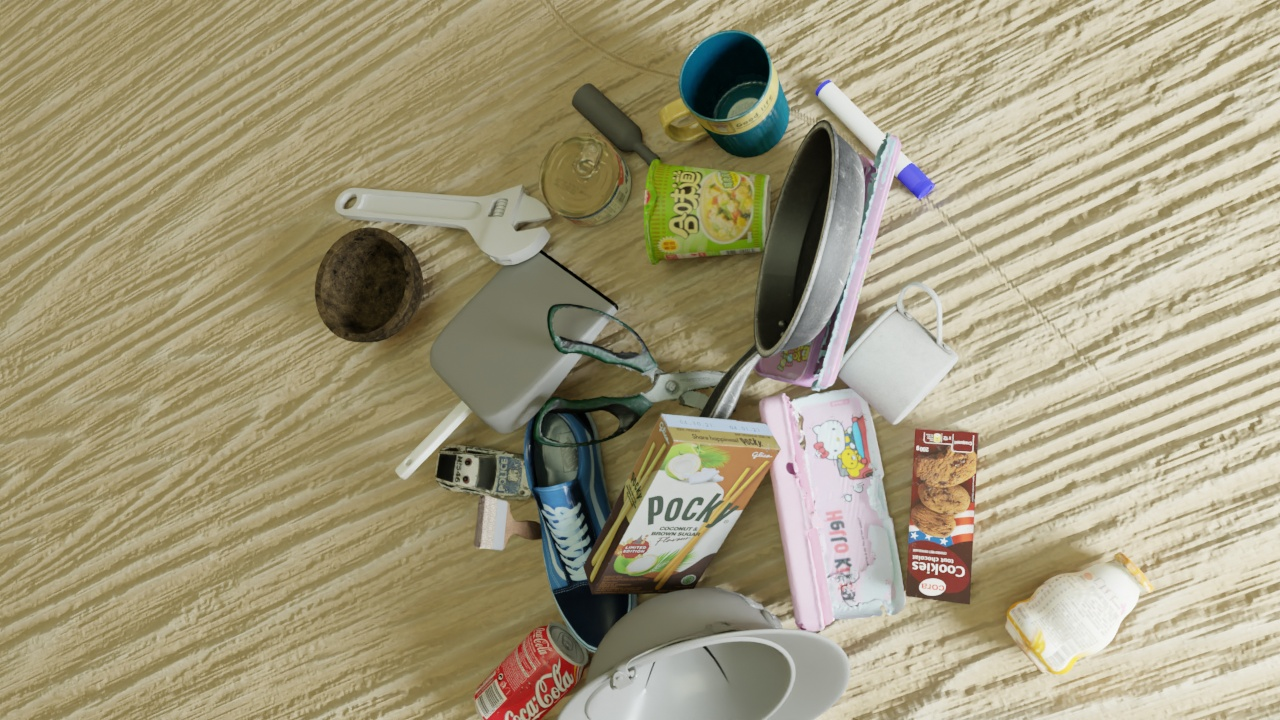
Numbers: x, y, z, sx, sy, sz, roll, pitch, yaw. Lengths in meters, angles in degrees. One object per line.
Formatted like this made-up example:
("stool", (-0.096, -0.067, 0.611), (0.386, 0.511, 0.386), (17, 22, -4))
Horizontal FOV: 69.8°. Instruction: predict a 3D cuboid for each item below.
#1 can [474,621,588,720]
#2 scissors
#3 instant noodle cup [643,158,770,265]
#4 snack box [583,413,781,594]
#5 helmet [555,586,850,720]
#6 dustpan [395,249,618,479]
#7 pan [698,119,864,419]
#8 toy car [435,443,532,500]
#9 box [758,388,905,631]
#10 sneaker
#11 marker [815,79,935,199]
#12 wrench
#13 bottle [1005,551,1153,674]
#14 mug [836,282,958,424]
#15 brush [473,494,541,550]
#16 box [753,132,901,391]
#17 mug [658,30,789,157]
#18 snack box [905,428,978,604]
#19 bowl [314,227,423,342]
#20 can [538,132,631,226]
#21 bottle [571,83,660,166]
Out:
("can", (-0.103, 0.302, 0.869), (0.105, 0.064, 0.064), (-47, 72, 9))
("scissors", (-0.002, 0.001, 0.840), (0.209, 0.015, 0.146), (-8, 92, -14))
("instant noodle cup", (0.065, -0.137, 0.851), (0.108, 0.099, 0.099), (3, 84, 11))
("snack box", (0.031, 0.128, 0.782), (0.186, 0.101, 0.031), (-64, 33, 32))
("helmet", (0.044, 0.250, 0.790), (0.272, 0.183, 0.117), (-36, 33, 26))
("dustpan", (-0.151, 0.012, 0.893), (0.257, 0.033, 0.163), (-46, 47, -6))
("pan", (0.103, -0.024, 0.765), (0.055, 0.187, 0.358), (12, 123, -5))
("toy car", (-0.157, 0.112, 0.923), (0.113, 0.040, 0.048), (5, 86, 19))
("box", (0.168, 0.124, 0.790), (0.103, 0.087, 0.201), (-9, 80, 6))
("sneaker", (-0.068, 0.156, 0.855), (0.083, 0.098, 0.241), (-15, 79, 17))
("marker", (0.214, -0.204, 0.841), (0.020, 0.020, 0.141), (-42, 72, 10))
("wrench", (-0.218, -0.150, 0.978), (0.274, 0.018, 0.086), (7, 69, 22))
("bottle", (0.346, 0.197, 0.723), (0.109, 0.063, 0.063), (-40, 73, 10))
("mug", (0.223, -0.007, 0.773), (0.070, 0.084, 0.113), (44, 127, 16))
("brush", (-0.116, 0.156, 0.848), (0.008, 0.143, 0.045), (-1, 75, 18))
("box", (0.164, -0.080, 0.790), (0.049, 0.150, 0.214), (16, 89, -14))
("mug", (0.075, -0.236, 0.847), (0.114, 0.107, 0.083), (-21, 79, 16))
("snack box", (0.256, 0.130, 0.779), (0.051, 0.031, 0.141), (3, 85, 20))
("bowl", (-0.279, -0.076, 0.979), (0.121, 0.056, 0.121), (-2, 83, 19))
("can", (-0.055, -0.180, 0.920), (0.086, 0.043, 0.086), (-2, 83, 19))
("bottle", (-0.022, -0.232, 0.921), (0.030, 0.030, 0.113), (-47, 71, 9))
